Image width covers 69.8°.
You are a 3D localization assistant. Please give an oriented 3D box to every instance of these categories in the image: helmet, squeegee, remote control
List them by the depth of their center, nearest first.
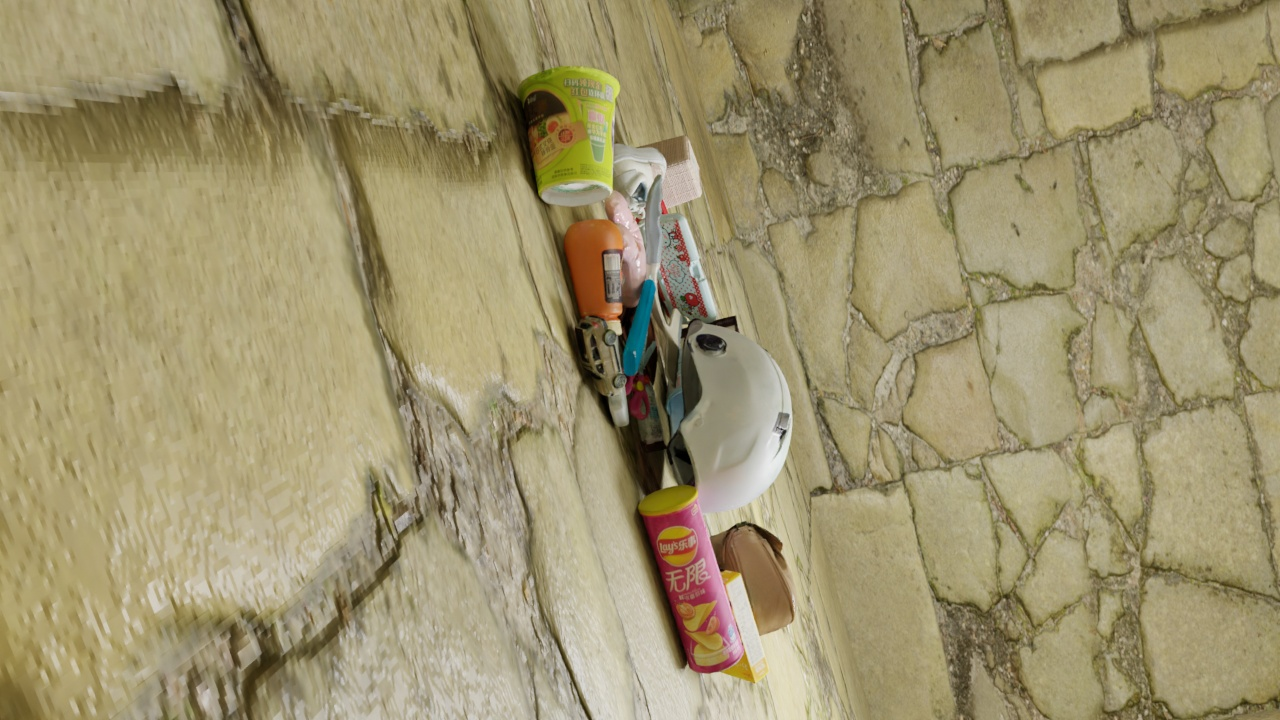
[{"bbox_3d":[-0.032,0.008,1.054,0.056,0.020,0.135,79,3,-61],"label":"remote control"},{"bbox_3d":[0.116,0.072,1.163,0.258,0.146,0.230,-83,-179,-48],"label":"helmet"},{"bbox_3d":[0.023,-0.123,1.218,0.246,0.039,0.247,-79,164,-65],"label":"squeegee"}]

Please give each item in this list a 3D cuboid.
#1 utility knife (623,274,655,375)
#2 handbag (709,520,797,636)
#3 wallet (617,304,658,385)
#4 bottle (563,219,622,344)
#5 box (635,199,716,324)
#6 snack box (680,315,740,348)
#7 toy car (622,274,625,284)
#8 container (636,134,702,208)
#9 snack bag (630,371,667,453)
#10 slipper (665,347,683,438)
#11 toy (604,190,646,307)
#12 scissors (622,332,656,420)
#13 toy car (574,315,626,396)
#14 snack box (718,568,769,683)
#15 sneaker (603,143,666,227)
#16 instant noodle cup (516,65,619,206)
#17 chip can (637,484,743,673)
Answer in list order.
[{"bbox_3d":[0.001,-0.050,1.100,0.034,0.018,0.159,81,17,-45],"label":"utility knife"},{"bbox_3d":[0.147,0.295,1.236,0.205,0.099,0.147,117,-44,-72],"label":"handbag"},{"bbox_3d":[0.000,-0.032,1.227,0.124,0.032,0.101,-77,153,-62],"label":"wallet"},{"bbox_3d":[-0.047,-0.079,1.023,0.066,0.067,0.149,2,81,-76],"label":"bottle"},{"bbox_3d":[0.066,-0.155,1.461,0.095,0.102,0.201,-51,132,-38],"label":"box"},{"bbox_3d":[0.107,-0.006,1.456,0.125,0.113,0.053,-83,156,-57],"label":"snack box"},{"bbox_3d":[-0.051,-0.116,1.079,0.034,0.042,0.090,1,-66,69],"label":"toy car"},{"bbox_3d":[0.036,-0.300,1.484,0.090,0.111,0.090,-91,161,-45],"label":"container"},{"bbox_3d":[0.008,0.064,1.154,0.048,0.026,0.104,-5,81,-54],"label":"snack bag"},{"bbox_3d":[0.083,0.067,1.318,0.074,0.104,0.244,55,30,-53],"label":"slipper"},{"bbox_3d":[-0.021,-0.137,1.144,0.160,0.054,0.121,83,-3,-67],"label":"toy"},{"bbox_3d":[-0.007,0.004,1.128,0.083,0.017,0.137,41,43,-36],"label":"scissors"},{"bbox_3d":[-0.044,-0.002,0.981,0.042,0.035,0.090,20,-51,58],"label":"toy car"},{"bbox_3d":[0.104,0.327,1.146,0.033,0.087,0.140,-28,105,-36],"label":"snack box"},{"bbox_3d":[-0.002,-0.245,1.304,0.090,0.090,0.241,60,17,2],"label":"sneaker"},{"bbox_3d":[-0.073,-0.235,0.989,0.111,0.112,0.123,26,58,-73],"label":"instant noodle cup"},{"bbox_3d":[0.060,0.256,1.070,0.071,0.071,0.210,-56,131,-73],"label":"chip can"}]
